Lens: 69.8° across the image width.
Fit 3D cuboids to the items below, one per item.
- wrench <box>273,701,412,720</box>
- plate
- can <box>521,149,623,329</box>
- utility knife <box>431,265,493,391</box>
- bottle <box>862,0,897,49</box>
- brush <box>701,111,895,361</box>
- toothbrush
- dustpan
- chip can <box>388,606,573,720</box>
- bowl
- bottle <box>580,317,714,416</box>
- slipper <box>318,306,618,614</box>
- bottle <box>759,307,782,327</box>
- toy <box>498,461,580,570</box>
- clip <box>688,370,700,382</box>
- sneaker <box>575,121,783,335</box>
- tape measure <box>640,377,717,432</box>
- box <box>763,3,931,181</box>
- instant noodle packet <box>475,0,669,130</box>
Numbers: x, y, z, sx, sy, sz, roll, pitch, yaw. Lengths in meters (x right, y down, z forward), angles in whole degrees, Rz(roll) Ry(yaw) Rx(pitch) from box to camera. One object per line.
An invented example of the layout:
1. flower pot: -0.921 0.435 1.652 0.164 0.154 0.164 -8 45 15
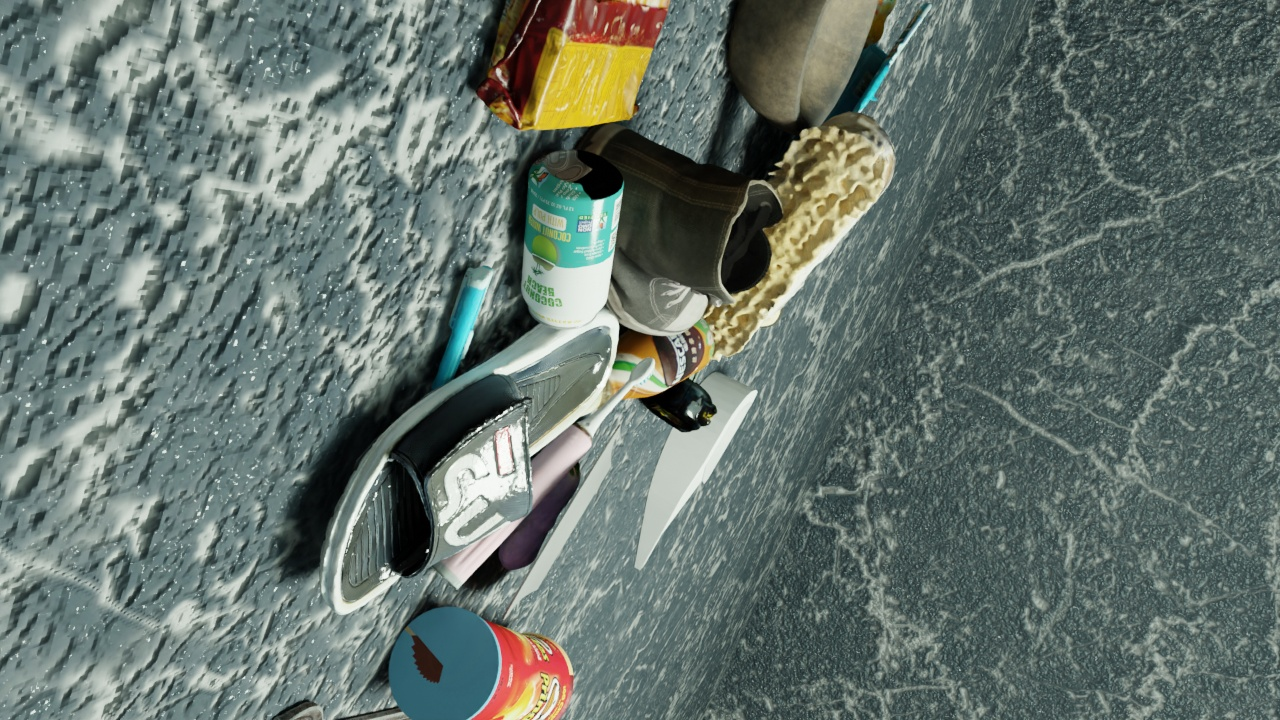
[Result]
1. wrench: -0.198 0.268 0.659 0.070 0.010 0.273 -61 162 -6
2. plate: -0.058 0.131 0.736 0.178 0.012 0.178 -59 178 -3
3. can: -0.043 -0.072 0.553 0.054 0.055 0.102 -45 154 -44
4. utility knife: -0.115 0.011 0.535 0.022 0.015 0.141 -73 -175 -73
5. bottle: 0.213 -0.352 0.859 0.063 0.063 0.109 -10 124 -68
6. brush: 0.115 -0.099 0.791 0.056 0.083 0.272 -40 173 -47
7. toothbrush: -0.064 0.077 0.674 0.222 0.027 0.027 -45 161 -17
8. dustpan: 0.078 0.134 1.160 0.190 0.053 0.258 -47 155 -42
9. chip can: -0.119 0.252 0.734 0.087 0.087 0.213 -59 160 -15
10. bowl: 0.128 -0.267 0.729 0.161 0.070 0.162 -52 159 -31
11. bottle: -0.004 0.004 0.759 0.166 0.059 0.059 -26 140 -48
12. slipper: -0.081 0.053 0.553 0.263 0.063 0.111 -43 150 -47
13. bottle: 0.121 -0.069 1.016 0.045 0.045 0.184 -65 162 3
14. toy: -0.082 0.122 0.742 0.099 0.036 0.080 -60 172 -1
15. clip: 0.046 0.023 0.977 0.037 0.023 0.075 -36 149 -56
16. sneaker: 0.038 -0.070 0.652 0.095 0.120 0.235 -58 157 -18
17. tape measure: 0.035 0.040 0.892 0.042 0.072 0.071 -55 -171 -11
18. box: 0.184 -0.220 0.878 0.226 0.039 0.182 -56 -173 -17
19. instant noodle packet: -0.028 -0.173 0.482 0.135 0.040 0.099 -33 144 -60
